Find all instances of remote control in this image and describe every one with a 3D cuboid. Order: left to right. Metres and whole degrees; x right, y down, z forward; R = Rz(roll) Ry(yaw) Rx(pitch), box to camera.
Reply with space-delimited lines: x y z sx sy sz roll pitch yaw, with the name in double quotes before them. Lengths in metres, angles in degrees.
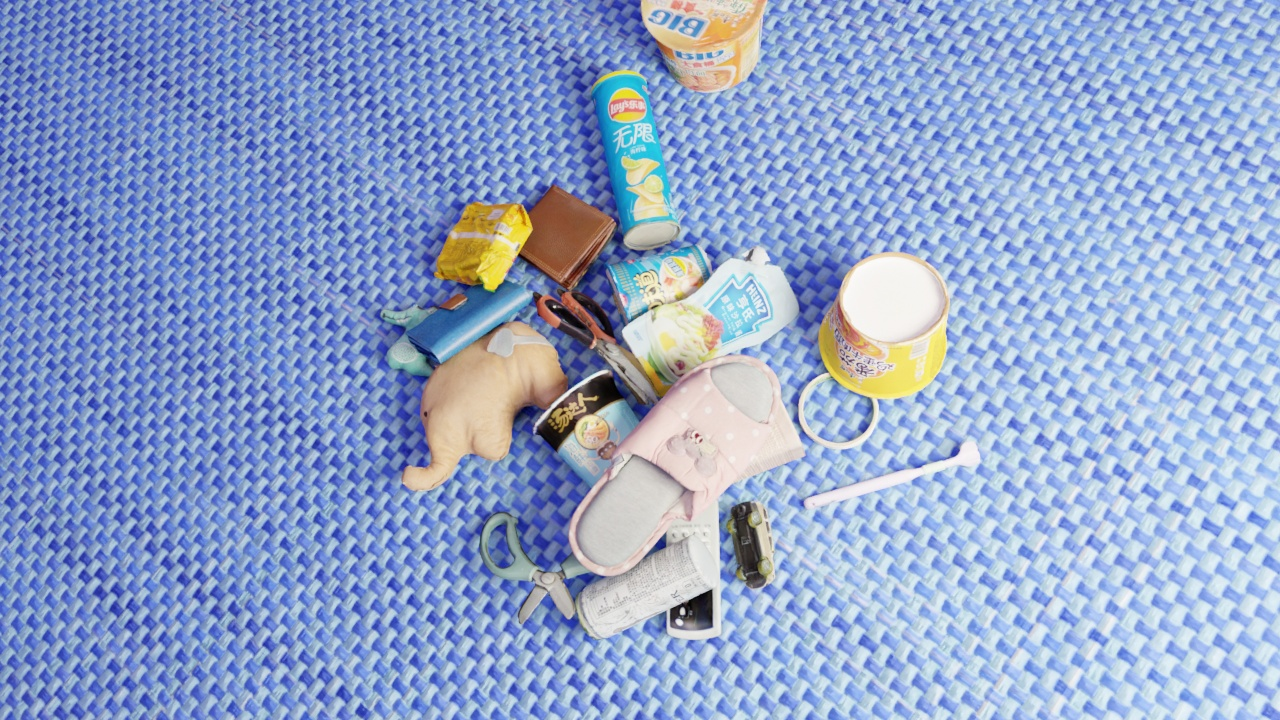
"remote control" 0.056 0.221 0.984 0.058 0.021 0.150 -4 72 10

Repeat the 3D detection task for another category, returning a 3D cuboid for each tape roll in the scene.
"tape roll" 0.217 0.054 1.008 0.086 0.014 0.085 -3 73 10

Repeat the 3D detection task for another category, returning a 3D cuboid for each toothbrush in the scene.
"toothbrush" 0.265 0.125 0.976 0.189 0.021 0.029 -18 103 6

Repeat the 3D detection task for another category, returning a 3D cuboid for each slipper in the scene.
"slipper" 0.032 0.103 0.918 0.114 0.054 0.274 44 91 13

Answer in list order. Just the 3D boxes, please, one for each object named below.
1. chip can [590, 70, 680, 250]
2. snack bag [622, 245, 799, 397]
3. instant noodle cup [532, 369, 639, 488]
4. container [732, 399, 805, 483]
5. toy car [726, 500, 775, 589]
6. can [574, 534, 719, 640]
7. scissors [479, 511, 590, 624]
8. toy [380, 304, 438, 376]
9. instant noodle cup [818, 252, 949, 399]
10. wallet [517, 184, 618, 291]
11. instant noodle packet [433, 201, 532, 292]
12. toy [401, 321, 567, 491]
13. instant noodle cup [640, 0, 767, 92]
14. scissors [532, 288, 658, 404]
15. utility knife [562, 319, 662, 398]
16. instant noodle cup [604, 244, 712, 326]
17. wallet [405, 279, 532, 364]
"chip can" -0.007 -0.242 1.109 0.071 0.071 0.210 -14 72 6
"snack bag" 0.081 -0.043 1.019 0.191 0.039 0.110 -32 111 -1
"instant noodle cup" -0.038 0.089 1.002 0.111 0.111 0.120 -39 78 -3
"container" 0.106 0.079 0.984 0.111 0.090 0.090 -25 71 6
"toy car" 0.121 0.195 0.969 0.035 0.042 0.090 6 67 -35
"can" 0.006 0.236 0.953 0.147 0.058 0.058 -30 70 16
"scissors" -0.088 0.201 0.998 0.179 0.019 0.170 -31 45 -16
"toy" -0.280 -0.029 1.118 0.096 0.030 0.091 15 73 12
"instant noodle cup" 0.261 -0.042 0.970 0.138 0.110 0.137 -3 66 7
"wallet" -0.097 -0.152 1.110 0.124 0.032 0.101 35 83 33
"instant noodle packet" -0.188 -0.137 1.098 0.128 0.044 0.110 15 75 49
"toy" -0.191 0.052 1.050 0.226 0.082 0.143 -42 59 -1
"instant noodle cup" 0.083 -0.409 1.120 0.151 0.111 0.151 -3 73 10
"scissors" -0.052 -0.018 1.015 0.193 0.206 0.015 22 116 -6
"utility knife" -0.006 0.006 1.061 0.219 0.022 0.031 33 81 11
"instant noodle cup" 0.026 -0.082 1.048 0.110 0.099 0.099 -19 71 -5
"wallet" -0.201 -0.051 1.071 0.133 0.040 0.106 -36 28 -18
